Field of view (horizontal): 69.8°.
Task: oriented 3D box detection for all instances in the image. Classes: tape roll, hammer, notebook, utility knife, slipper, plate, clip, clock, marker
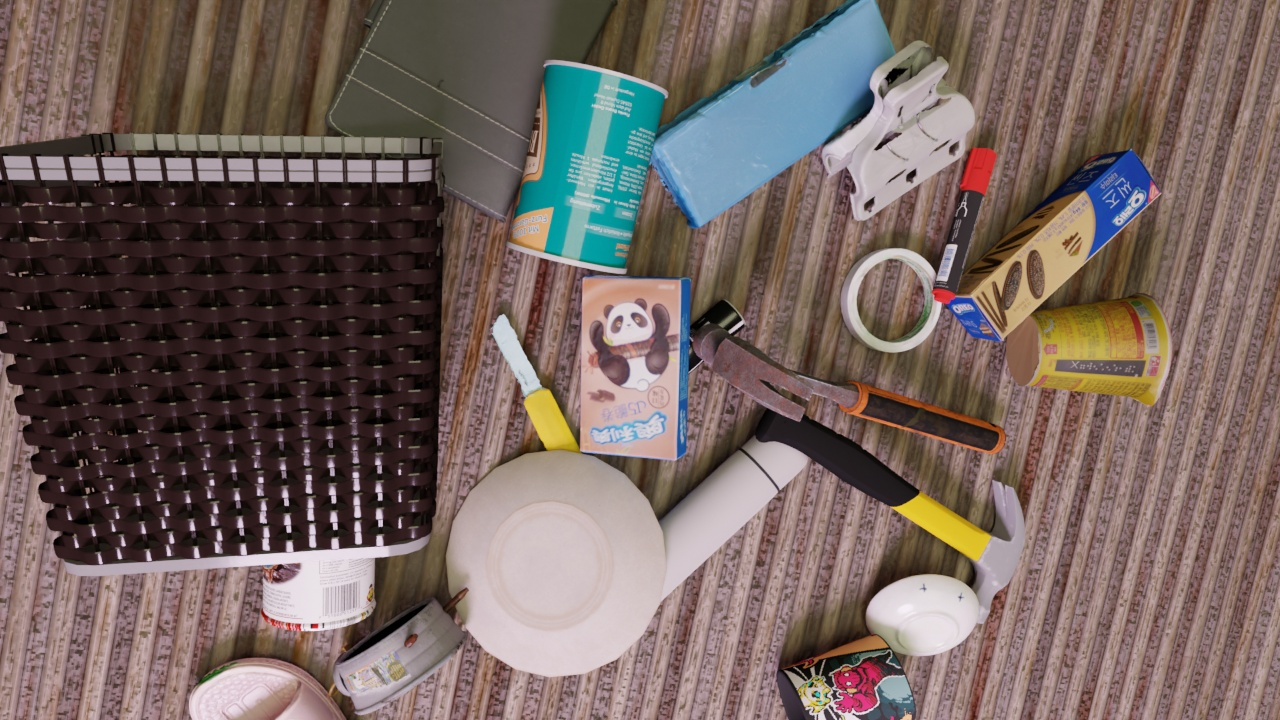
[{"bbox_3d":[0.229,-0.055,0.839,0.093,0.018,0.094,-1,96,-11],"label":"tape roll"},{"bbox_3d":[0.232,0.121,0.825,0.323,0.029,0.127,32,86,-23],"label":"hammer"},{"bbox_3d":[-0.138,-0.243,0.742,0.169,0.029,0.209,28,87,-15],"label":"notebook"},{"bbox_3d":[-0.073,0.059,0.792,0.030,0.019,0.217,-29,106,-13],"label":"utility knife"},{"bbox_3d":[-0.275,0.348,0.761,0.094,0.064,0.239,-36,103,-6],"label":"slipper"},{"bbox_3d":[0.205,0.040,0.787,0.314,0.138,0.035,16,103,-27],"label":"hammer"},{"bbox_3d":[0.264,0.244,0.850,0.104,0.026,0.104,1,123,1],"label":"plate"},{"bbox_3d":[0.215,-0.209,0.786,0.126,0.099,0.152,-36,138,-7],"label":"clip"},{"bbox_3d":[-0.205,0.246,0.752,0.148,0.103,0.056,-31,92,23],"label":"clock"},{"bbox_3d":[-0.074,0.169,0.767,0.189,0.027,0.188,-1,85,6],"label":"plate"},{"bbox_3d":[0.292,-0.122,0.832,0.023,0.021,0.145,17,83,10],"label":"marker"}]

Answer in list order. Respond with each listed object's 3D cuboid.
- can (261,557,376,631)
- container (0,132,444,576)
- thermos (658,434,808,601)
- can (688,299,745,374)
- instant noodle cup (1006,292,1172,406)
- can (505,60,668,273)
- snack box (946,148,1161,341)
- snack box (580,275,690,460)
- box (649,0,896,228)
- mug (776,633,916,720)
[{"bbox_3d":[-0.255,0.144,0.730,0.086,0.086,0.116,1,95,-11],"label":"can"},{"bbox_3d":[-0.256,-0.022,0.623,0.245,0.247,0.244,-2,107,-11],"label":"container"},{"bbox_3d":[0.054,0.143,0.809,0.224,0.052,0.052,-42,102,-4],"label":"thermos"},{"bbox_3d":[0.052,-0.017,0.801,0.080,0.031,0.031,-40,102,-5],"label":"can"},{"bbox_3d":[0.406,-0.013,0.846,0.112,0.100,0.100,0,96,-1],"label":"instant noodle cup"},{"bbox_3d":[-0.043,-0.151,0.726,0.099,0.099,0.144,12,100,-12],"label":"can"},{"bbox_3d":[0.376,-0.107,0.842,0.206,0.056,0.057,-42,101,-4],"label":"snack box"},{"bbox_3d":[-0.005,0.005,0.773,0.087,0.034,0.151,3,97,19],"label":"snack box"},{"bbox_3d":[0.115,-0.215,0.793,0.231,0.054,0.093,-36,119,-5],"label":"box"},{"bbox_3d":[0.189,0.321,0.848,0.098,0.081,0.118,-18,127,-9],"label":"mug"}]
